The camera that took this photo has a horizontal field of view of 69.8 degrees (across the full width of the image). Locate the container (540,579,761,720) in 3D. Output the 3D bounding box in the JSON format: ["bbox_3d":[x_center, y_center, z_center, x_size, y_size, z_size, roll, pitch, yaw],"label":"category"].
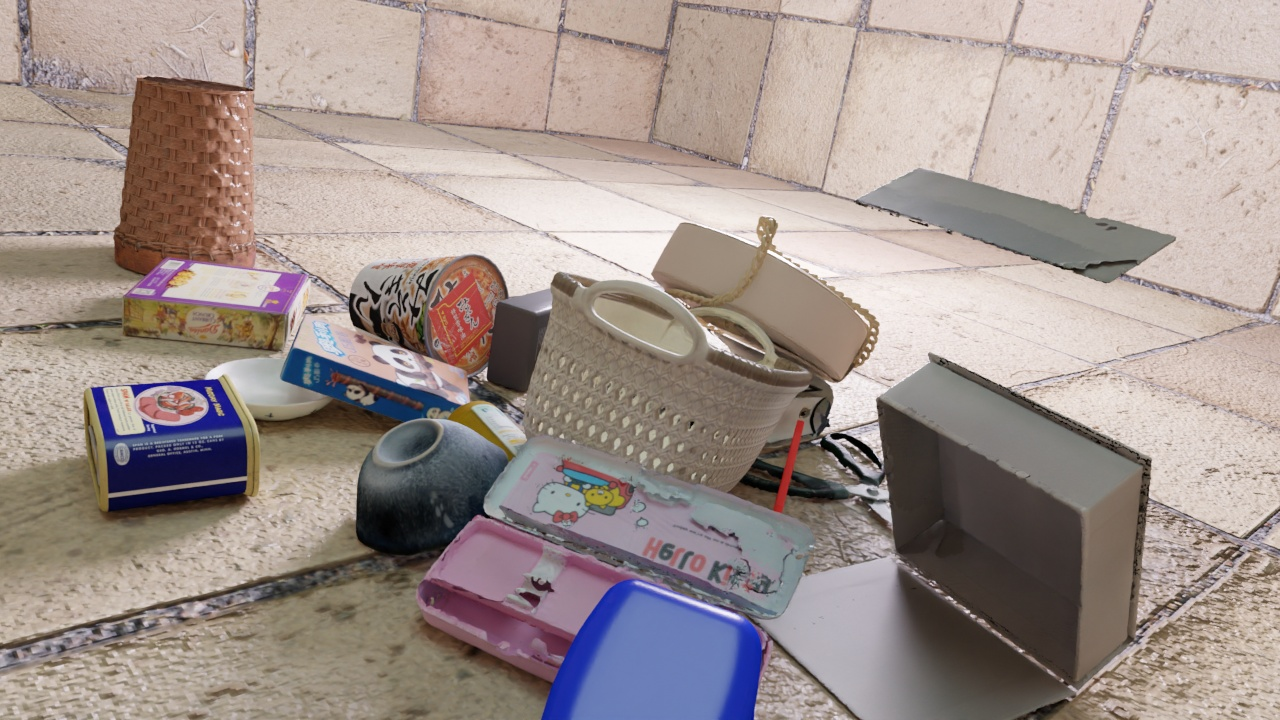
[{"bbox_3d":[0.005,0.163,0.428,0.096,0.058,0.114,17,43,13],"label":"container"}]

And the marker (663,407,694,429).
[{"bbox_3d":[0.041,0.054,0.898,0.022,0.016,0.138,36,2,-34],"label":"marker"}]

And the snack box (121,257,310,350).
[{"bbox_3d":[-0.422,-0.060,0.927,0.148,0.041,0.143,6,19,-13],"label":"snack box"}]

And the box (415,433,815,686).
[{"bbox_3d":[-0.013,0.127,0.544,0.201,0.038,0.152,18,42,19],"label":"box"}]

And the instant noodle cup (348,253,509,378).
[{"bbox_3d":[-0.217,-0.052,0.920,0.122,0.124,0.123,11,17,29],"label":"instant noodle cup"}]

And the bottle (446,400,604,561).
[{"bbox_3d":[-0.085,0.089,0.662,0.053,0.053,0.186,-3,23,-34],"label":"bottle"}]

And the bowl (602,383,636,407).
[{"bbox_3d":[-0.005,0.005,0.914,0.137,0.137,0.057,24,-17,34],"label":"bowl"}]

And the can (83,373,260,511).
[{"bbox_3d":[-0.323,0.055,0.629,0.092,0.057,0.116,-4,24,-35],"label":"can"}]

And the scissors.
[{"bbox_3d":[0.183,0.101,0.838,0.202,0.015,0.202,15,18,13],"label":"scissors"}]

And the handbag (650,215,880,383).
[{"bbox_3d":[0.122,-0.067,0.936,0.208,0.103,0.211,30,-1,-40],"label":"handbag"}]

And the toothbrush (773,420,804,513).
[{"bbox_3d":[0.128,0.101,0.772,0.018,0.012,0.212,13,26,11],"label":"toothbrush"}]

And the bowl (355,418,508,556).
[{"bbox_3d":[-0.145,0.074,0.614,0.110,0.055,0.110,-11,33,7],"label":"bowl"}]

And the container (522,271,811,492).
[{"bbox_3d":[0.020,0.021,0.705,0.185,0.143,0.246,26,7,19],"label":"container"}]

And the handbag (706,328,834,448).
[{"bbox_3d":[0.132,0.022,0.949,0.175,0.074,0.151,-2,21,-43],"label":"handbag"}]

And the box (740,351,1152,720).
[{"bbox_3d":[0.139,0.215,0.595,0.173,0.422,0.167,44,-5,-39],"label":"box"}]

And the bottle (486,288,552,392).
[{"bbox_3d":[-0.092,-0.031,0.962,0.046,0.084,0.173,18,19,19],"label":"bottle"}]

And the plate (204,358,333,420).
[{"bbox_3d":[-0.305,0.028,0.762,0.104,0.026,0.104,9,18,-3],"label":"plate"}]

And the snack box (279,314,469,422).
[{"bbox_3d":[-0.222,0.013,0.782,0.151,0.034,0.087,22,14,-20],"label":"snack box"}]

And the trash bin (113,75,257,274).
[{"bbox_3d":[-0.521,-0.213,1.056,0.151,0.210,0.151,9,18,-3],"label":"trash bin"}]
